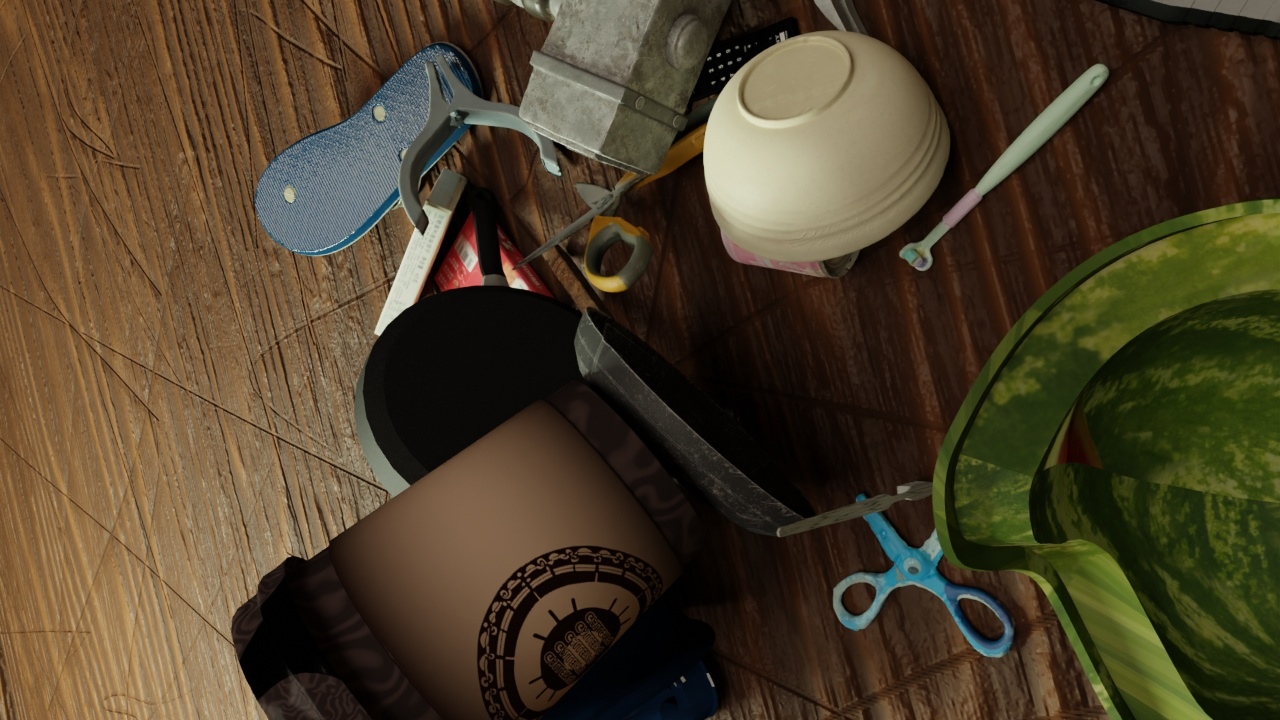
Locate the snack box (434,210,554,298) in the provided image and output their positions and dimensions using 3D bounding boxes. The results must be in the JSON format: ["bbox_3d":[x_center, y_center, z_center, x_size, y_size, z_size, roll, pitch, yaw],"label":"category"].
[{"bbox_3d":[-0.130,-0.059,0.830,0.133,0.021,0.089,52,125,20],"label":"snack box"}]

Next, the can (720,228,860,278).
[{"bbox_3d":[0.101,-0.092,0.607,0.076,0.067,0.067,16,107,36],"label":"can"}]

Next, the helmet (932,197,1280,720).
[{"bbox_3d":[0.273,0.059,0.383,0.243,0.247,0.213,-54,34,-13],"label":"helmet"}]

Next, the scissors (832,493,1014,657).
[{"bbox_3d":[0.188,0.150,0.615,0.140,0.011,0.134,42,120,26],"label":"scissors"}]

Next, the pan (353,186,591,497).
[{"bbox_3d":[-0.108,-0.019,0.723,0.034,0.225,0.355,120,146,-47],"label":"pan"}]

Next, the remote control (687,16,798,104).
[{"bbox_3d":[0.053,-0.208,0.663,0.140,0.009,0.030,-9,92,40],"label":"remote control"}]

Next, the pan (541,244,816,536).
[{"bbox_3d":[-0.004,0.004,0.658,0.040,0.207,0.357,-48,43,6],"label":"pan"}]

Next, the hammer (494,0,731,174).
[{"bbox_3d":[-0.090,-0.268,0.645,0.326,0.079,0.177,31,105,28],"label":"hammer"}]

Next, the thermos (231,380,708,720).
[{"bbox_3d":[-0.087,0.131,0.532,0.172,0.226,0.173,48,168,14],"label":"thermos"}]

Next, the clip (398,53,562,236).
[{"bbox_3d":[-0.147,-0.169,0.770,0.164,0.032,0.165,23,75,12],"label":"clip"}]

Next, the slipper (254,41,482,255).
[{"bbox_3d":[-0.256,-0.194,0.890,0.296,0.060,0.118,-30,84,25],"label":"slipper"}]

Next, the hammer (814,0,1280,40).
[{"bbox_3d":[0.234,-0.216,0.497,0.328,0.039,0.131,29,116,32],"label":"hammer"}]

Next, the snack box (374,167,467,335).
[{"bbox_3d":[-0.203,-0.096,0.849,0.026,0.081,0.150,22,121,-13],"label":"snack box"}]

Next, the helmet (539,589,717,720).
[{"bbox_3d":[-0.067,0.230,0.683,0.273,0.231,0.223,-19,97,63],"label":"helmet"}]

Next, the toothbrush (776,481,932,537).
[{"bbox_3d":[0.128,0.086,0.541,0.010,0.181,0.010,-3,90,42],"label":"toothbrush"}]

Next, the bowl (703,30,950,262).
[{"bbox_3d":[0.100,-0.141,0.544,0.151,0.075,0.150,-13,54,19],"label":"bowl"}]

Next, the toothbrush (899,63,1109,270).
[{"bbox_3d":[0.213,-0.112,0.545,0.022,0.015,0.155,33,124,-9],"label":"toothbrush"}]

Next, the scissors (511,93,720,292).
[{"bbox_3d":[-0.006,-0.119,0.656,0.230,0.016,0.225,-41,28,5],"label":"scissors"}]
